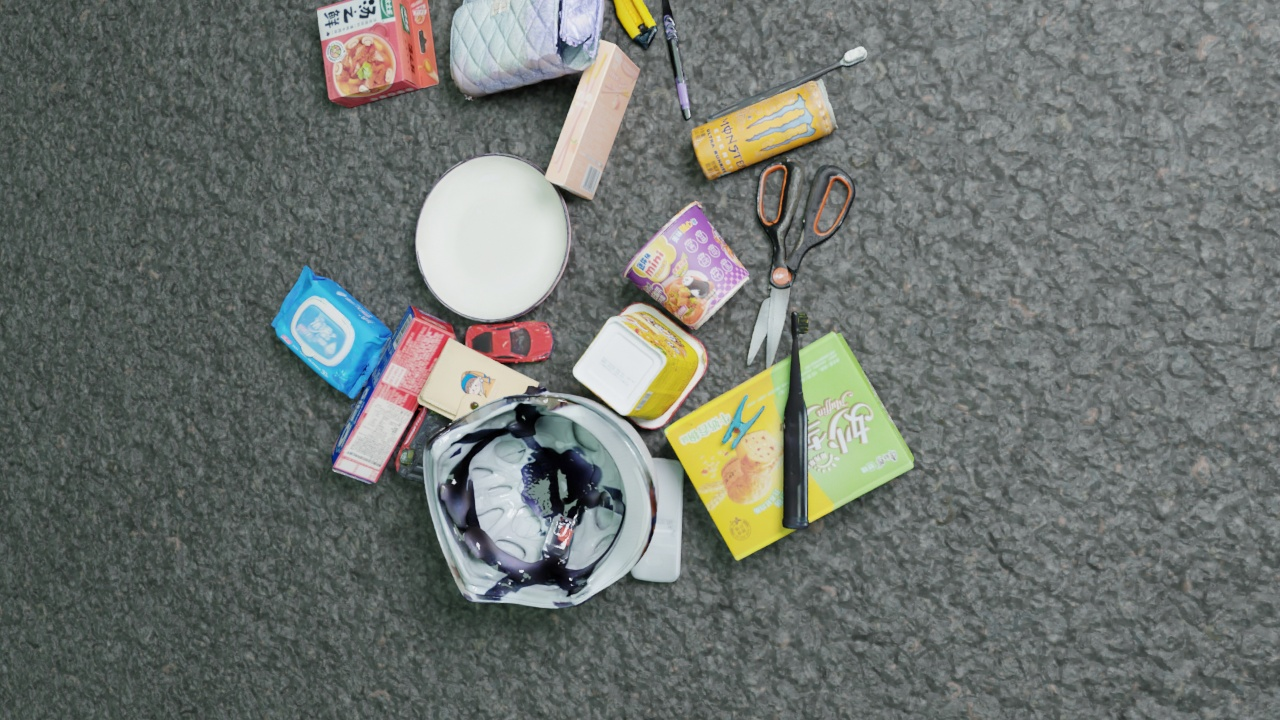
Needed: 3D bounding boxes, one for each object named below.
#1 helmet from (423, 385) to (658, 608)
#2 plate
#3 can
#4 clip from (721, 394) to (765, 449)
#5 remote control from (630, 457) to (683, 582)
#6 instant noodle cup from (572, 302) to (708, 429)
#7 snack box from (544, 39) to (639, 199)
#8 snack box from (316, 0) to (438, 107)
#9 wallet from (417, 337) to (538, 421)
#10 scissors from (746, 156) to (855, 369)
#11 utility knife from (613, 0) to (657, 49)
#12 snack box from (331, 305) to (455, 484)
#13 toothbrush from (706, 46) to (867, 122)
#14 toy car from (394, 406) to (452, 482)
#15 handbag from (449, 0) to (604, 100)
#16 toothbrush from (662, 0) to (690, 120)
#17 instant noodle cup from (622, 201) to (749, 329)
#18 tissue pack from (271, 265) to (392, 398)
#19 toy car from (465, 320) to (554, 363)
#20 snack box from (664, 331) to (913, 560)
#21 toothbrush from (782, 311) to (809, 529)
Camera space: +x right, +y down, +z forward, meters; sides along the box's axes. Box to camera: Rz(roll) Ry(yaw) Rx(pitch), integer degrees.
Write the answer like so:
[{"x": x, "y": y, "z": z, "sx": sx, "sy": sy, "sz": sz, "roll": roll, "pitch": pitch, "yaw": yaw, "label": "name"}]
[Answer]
[{"x": -0.091, "y": 0.137, "z": 0.979, "sx": 0.259, "sy": 0.145, "sz": 0.229, "roll": -17, "pitch": 92, "yaw": 17, "label": "helmet"}, {"x": -0.166, "y": -0.139, "z": 1.057, "sx": 0.193, "sy": 0.039, "sz": 0.192, "roll": 0, "pitch": 90, "yaw": 16, "label": "plate"}, {"x": 0.129, "y": -0.242, "z": 0.964, "sx": 0.146, "sy": 0.058, "sz": 0.058, "roll": -19, "pitch": 85, "yaw": 15, "label": "can"}, {"x": 0.101, "y": 0.063, "z": 0.923, "sx": 0.040, "sy": 0.014, "sz": 0.056, "roll": 34, "pitch": 97, "yaw": 15, "label": "clip"}, {"x": 0.019, "y": 0.176, "z": 1.015, "sx": 0.056, "sy": 0.020, "sz": 0.136, "roll": 2, "pitch": 90, "yaw": 15, "label": "remote control"}, {"x": -0.006, "y": 0.006, "z": 0.968, "sx": 0.116, "sy": 0.123, "sz": 0.116, "roll": 38, "pitch": 100, "yaw": 12, "label": "instant noodle cup"}, {"x": -0.051, "y": -0.259, "z": 1.001, "sx": 0.026, "sy": 0.084, "sz": 0.157, "roll": 22, "pitch": 96, "yaw": 17, "label": "snack box"}, {"x": -0.314, "y": -0.375, "z": 1.095, "sx": 0.127, "sy": 0.044, "sz": 0.113, "roll": -9, "pitch": 88, "yaw": 15, "label": "snack box"}, {"x": -0.185, "y": 0.038, "z": 1.039, "sx": 0.115, "sy": 0.024, "sz": 0.087, "roll": 27, "pitch": 83, "yaw": -14, "label": "wallet"}, {"x": 0.167, "y": -0.101, "z": 0.972, "sx": 0.163, "sy": 0.021, "sz": 0.234, "roll": -10, "pitch": 87, "yaw": 15, "label": "scissors"}, {"x": -0.037, "y": -0.440, "z": 1.032, "sx": 0.033, "sy": 0.015, "sz": 0.206, "roll": -30, "pitch": 82, "yaw": 11, "label": "utility knife"}, {"x": -0.292, "y": 0.040, "z": 1.073, "sx": 0.058, "sy": 0.057, "sz": 0.207, "roll": 26, "pitch": 99, "yaw": -26, "label": "snack box"}, {"x": 0.154, "y": -0.292, "z": 0.980, "sx": 0.181, "sy": 0.018, "sz": 0.015, "roll": -21, "pitch": 87, "yaw": 16, "label": "toothbrush"}, {"x": -0.244, "y": 0.084, "z": 1.072, "sx": 0.121, "sy": 0.053, "sz": 0.045, "roll": -57, "pitch": 41, "yaw": 11, "label": "toy car"}, {"x": -0.127, "y": -0.362, "z": 0.987, "sx": 0.194, "sy": 0.075, "sz": 0.134, "roll": 3, "pitch": 88, "yaw": 46, "label": "handbag"}, {"x": 0.034, "y": -0.358, "z": 1.013, "sx": 0.014, "sy": 0.016, "sz": 0.189, "roll": -11, "pitch": 89, "yaw": 15, "label": "toothbrush"}, {"x": 0.053, "y": -0.094, "z": 0.965, "sx": 0.112, "sy": 0.111, "sz": 0.099, "roll": -44, "pitch": 86, "yaw": 11, "label": "instant noodle cup"}, {"x": -0.376, "y": -0.036, "z": 1.109, "sx": 0.157, "sy": 0.052, "sz": 0.095, "roll": 40, "pitch": 100, "yaw": 12, "label": "tissue pack"}, {"x": -0.151, "y": -0.021, "z": 1.058, "sx": 0.106, "sy": 0.031, "sz": 0.049, "roll": -2, "pitch": 91, "yaw": 14, "label": "toy car"}, {"x": 0.153, "y": 0.088, "z": 0.952, "sx": 0.210, "sy": 0.070, "sz": 0.157, "roll": -31, "pitch": 81, "yaw": 14, "label": "snack box"}, {"x": 0.154, "y": 0.058, "z": 0.902, "sx": 0.027, "sy": 0.026, "sz": 0.212, "roll": 1, "pitch": 89, "yaw": -19, "label": "toothbrush"}]
